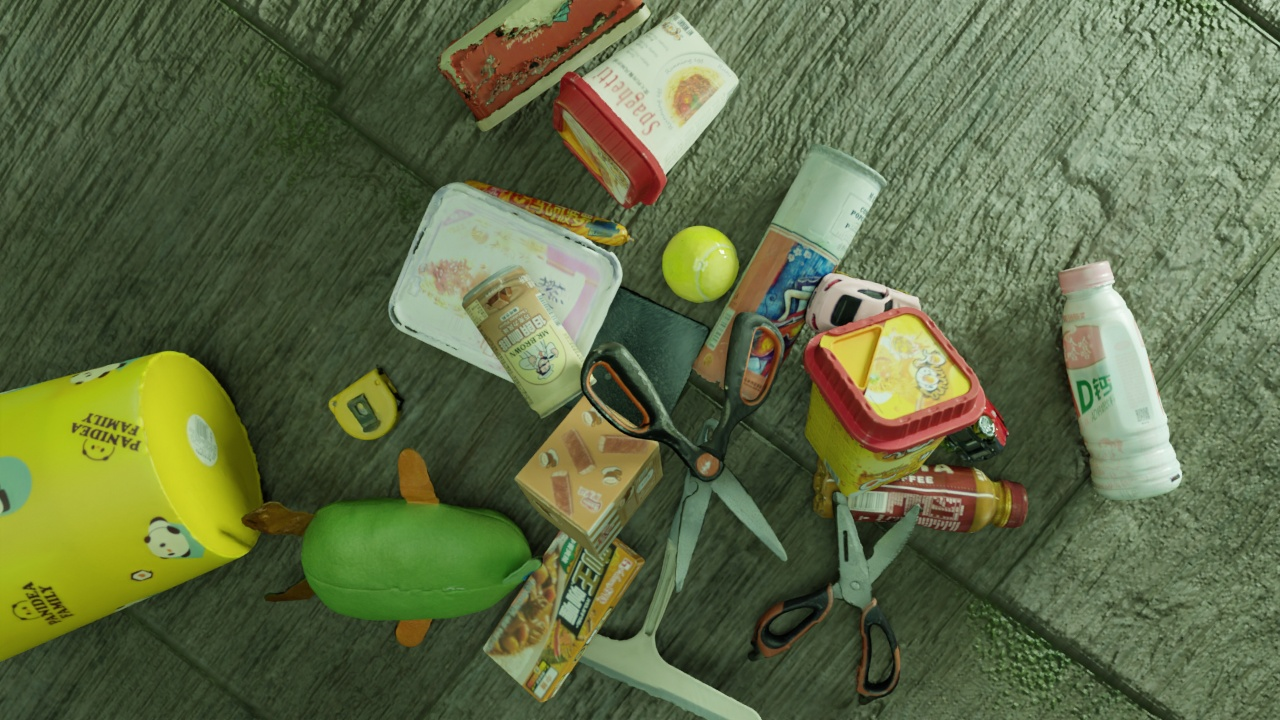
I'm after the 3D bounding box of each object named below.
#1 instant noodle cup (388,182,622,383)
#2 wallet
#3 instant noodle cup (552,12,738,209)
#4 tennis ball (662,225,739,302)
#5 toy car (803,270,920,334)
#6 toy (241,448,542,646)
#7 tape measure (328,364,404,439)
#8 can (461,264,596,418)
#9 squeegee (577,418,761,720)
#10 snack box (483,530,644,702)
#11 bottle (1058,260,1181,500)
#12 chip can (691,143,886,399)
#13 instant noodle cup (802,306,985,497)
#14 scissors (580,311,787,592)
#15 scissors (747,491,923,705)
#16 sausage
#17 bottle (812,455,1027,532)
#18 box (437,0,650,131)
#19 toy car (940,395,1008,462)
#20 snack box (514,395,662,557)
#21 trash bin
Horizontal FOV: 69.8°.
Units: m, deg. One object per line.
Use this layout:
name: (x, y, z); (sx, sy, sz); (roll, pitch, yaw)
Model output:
instant noodle cup: (-0.114, -0.061, 0.796); (0.173, 0.060, 0.138); (25, 96, -1)
wallet: (-0.005, 0.005, 0.818); (0.097, 0.019, 0.121); (24, 95, 1)
instant noodle cup: (0.006, -0.207, 0.756); (0.124, 0.117, 0.116); (-42, 92, -7)
tennis ball: (0.051, -0.082, 0.782); (0.065, 0.065, 0.065); (0, 95, 3)
toy car: (0.190, -0.038, 0.767); (0.122, 0.037, 0.056); (10, 111, -32)
toy: (-0.210, 0.172, 0.803); (0.246, 0.089, 0.227); (4, 125, -7)
tape measure: (-0.246, 0.043, 0.829); (0.060, 0.029, 0.057); (-33, 94, 6)
can: (-0.090, -0.016, 0.740); (0.058, 0.058, 0.116); (-33, 93, 5)
squeegee: (0.030, 0.170, 0.822); (0.247, 0.039, 0.246); (18, 90, 19)
snack box: (-0.069, 0.217, 0.814); (0.075, 0.026, 0.154); (35, 95, 19)
bottle: (0.398, 0.015, 0.774); (0.068, 0.068, 0.197); (-14, 91, 4)
chip can: (0.122, -0.070, 0.777); (0.071, 0.071, 0.215); (29, 97, 0)
instant noodle cup: (0.191, 0.040, 0.735); (0.116, 0.124, 0.116); (-18, 55, -16)
scissors: (0.048, 0.060, 0.721); (0.221, 0.022, 0.233); (32, 81, -6)
scissors: (0.182, 0.214, 0.804); (0.189, 0.015, 0.228); (44, 113, -9)
sausage: (-0.085, -0.129, 0.807); (0.165, 0.021, 0.021); (16, 96, 1)
bottle: (0.241, 0.116, 0.795); (0.175, 0.057, 0.057); (6, 96, 2)
box: (-0.086, -0.273, 0.748); (0.168, 0.091, 0.080); (-34, 119, 6)
toy car: (0.264, 0.034, 0.789); (0.120, 0.053, 0.045); (46, 54, -5)
snack box: (-0.040, 0.097, 0.769); (0.077, 0.093, 0.094); (34, 73, 16)
trash bin: (-0.478, 0.118, 0.759); (0.255, 0.229, 0.229); (-19, 94, -1)
